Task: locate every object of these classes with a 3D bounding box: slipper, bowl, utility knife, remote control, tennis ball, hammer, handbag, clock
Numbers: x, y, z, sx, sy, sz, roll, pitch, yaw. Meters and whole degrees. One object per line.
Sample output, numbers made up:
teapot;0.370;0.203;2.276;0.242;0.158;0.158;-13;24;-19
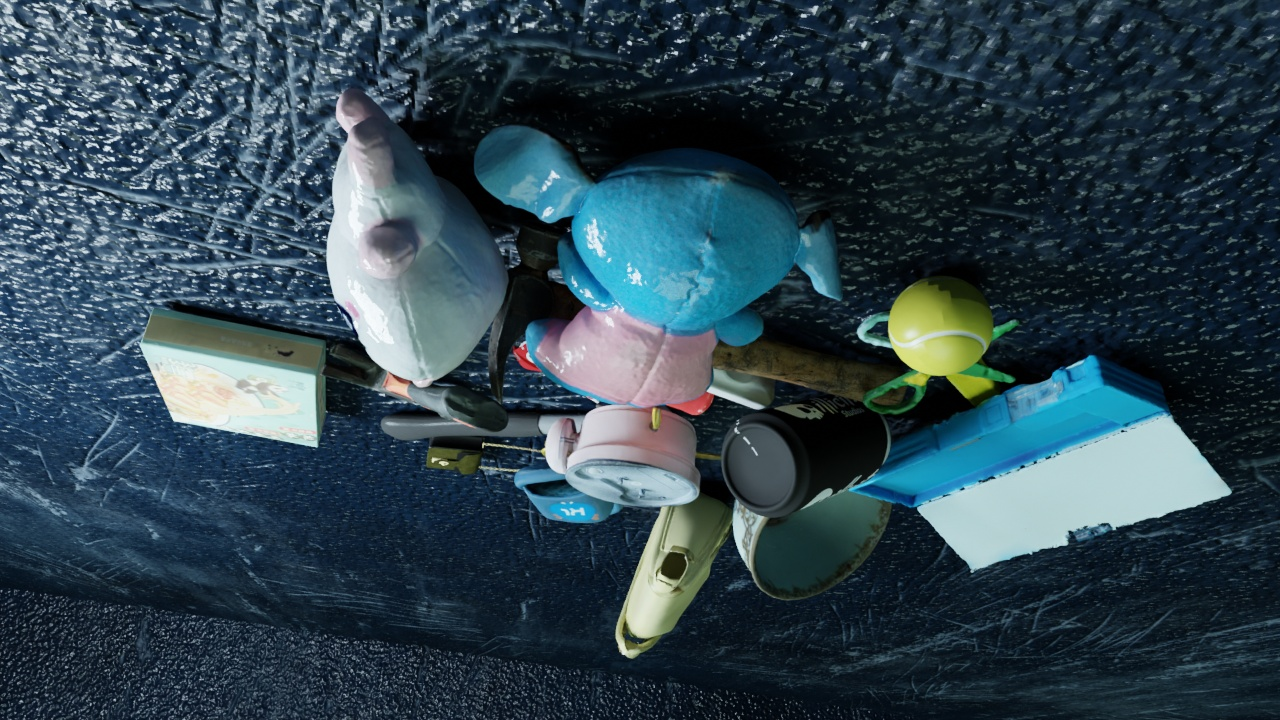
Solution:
slipper;-0.076;0.152;1.019;0.104;0.059;0.214;-4;159;10
bowl;0.150;0.138;0.883;0.159;0.160;0.094;30;-171;-38
utility knife;0.290;0.037;0.749;0.029;0.020;0.174;-15;145;33
remote control;0.048;-0.004;0.692;0.133;0.050;0.022;20;153;-24
tennis ball;0.196;-0.023;0.600;0.065;0.065;0.065;6;154;3
hammer;-0.117;0.061;0.894;0.311;0.029;0.125;-2;153;20
hammer;0.054;-0.001;0.664;0.330;0.120;0.033;13;-166;-24
handbag;-0.143;0.110;1.008;0.178;0.027;0.084;8;155;-11
hammer;-0.163;0.025;0.698;0.133;0.033;0.334;24;172;-23
handbag;0.044;0.234;1.052;0.088;0.190;0.233;23;141;5
clock;-0.018;0.087;0.815;0.158;0.058;0.116;-12;148;37

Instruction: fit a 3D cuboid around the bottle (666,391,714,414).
bottle;-0.004;0.004;0.716;0.134;0.048;0.071;17;-174;-21

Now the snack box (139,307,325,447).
snack box;-0.371;0.021;0.860;0.141;0.044;0.194;12;153;-13

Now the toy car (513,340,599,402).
toy car;-0.062;0.006;0.771;0.089;0.025;0.038;24;149;-30

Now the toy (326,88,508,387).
toy;-0.136;-0.070;0.531;0.101;0.138;0.180;-13;142;-3

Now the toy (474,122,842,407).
toy;0.002;-0.047;0.540;0.224;0.098;0.192;14;134;-15

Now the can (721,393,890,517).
can;0.134;0.072;0.732;0.080;0.080;0.145;-18;173;42

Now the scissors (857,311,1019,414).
scissors;0.211;-0.006;0.667;0.127;0.011;0.123;-31;119;25

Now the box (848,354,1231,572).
box;0.316;0.085;0.756;0.175;0.059;0.244;34;140;-19
